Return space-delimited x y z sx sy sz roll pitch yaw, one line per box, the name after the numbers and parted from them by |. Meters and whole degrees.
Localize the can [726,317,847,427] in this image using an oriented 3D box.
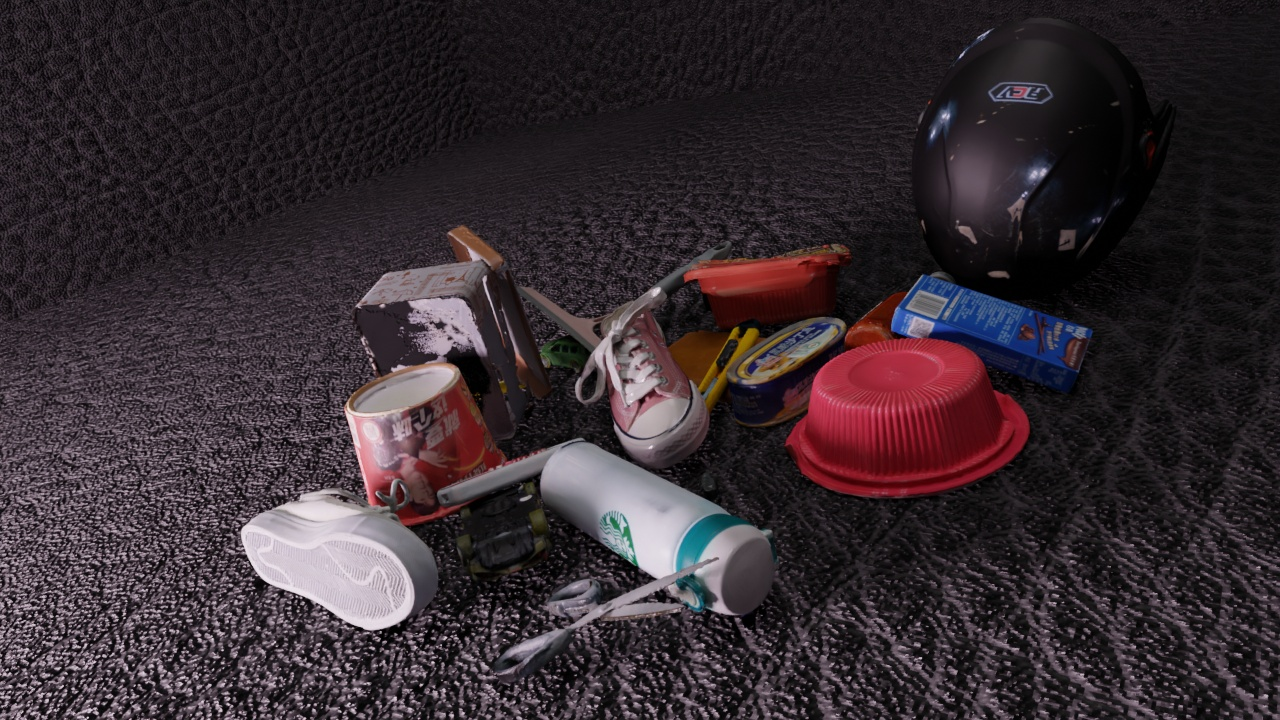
0.144 0.009 0.875 0.147 0.049 0.075 -30 27 -33 | can

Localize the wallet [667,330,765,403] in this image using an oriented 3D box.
0.080 -0.001 0.957 0.131 0.035 0.118 11 34 44 | wallet

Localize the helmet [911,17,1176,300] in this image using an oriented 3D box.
0.396 -0.199 0.940 0.234 0.275 0.229 19 65 34 | helmet

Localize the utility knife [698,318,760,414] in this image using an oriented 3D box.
0.075 0.017 0.882 0.033 0.015 0.164 2 48 41 | utility knife

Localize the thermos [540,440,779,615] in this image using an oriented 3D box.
0.006 0.119 0.667 0.073 0.073 0.224 -26 24 -27 | thermos

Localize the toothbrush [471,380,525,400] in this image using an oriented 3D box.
-0.224 0.046 1.055 0.190 0.016 0.016 -14 16 0 | toothbrush

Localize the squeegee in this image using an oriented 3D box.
0.011 -0.080 1.098 0.249 0.040 0.248 -28 38 -20 | squeegee

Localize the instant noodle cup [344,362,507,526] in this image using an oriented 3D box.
-0.205 0.073 0.857 0.138 0.109 0.137 -12 23 5 | instant noodle cup

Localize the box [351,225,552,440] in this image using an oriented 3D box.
-0.180 -0.036 0.978 0.154 0.183 0.180 -6 31 12 | box

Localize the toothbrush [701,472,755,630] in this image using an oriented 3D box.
0.063 0.133 0.675 0.014 0.017 0.188 -19 24 3 | toothbrush

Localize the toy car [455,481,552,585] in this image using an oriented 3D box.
-0.108 0.134 0.736 0.070 0.042 0.158 -18 12 -6 | toy car

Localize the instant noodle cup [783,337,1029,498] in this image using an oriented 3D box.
0.212 0.036 0.751 0.194 0.066 0.193 -13 23 5 | instant noodle cup

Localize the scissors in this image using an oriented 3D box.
-0.027 0.161 0.586 0.159 0.014 0.175 -36 6 -7 | scissors

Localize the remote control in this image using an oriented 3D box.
-0.112 0.098 0.814 0.135 0.020 0.056 -19 -3 -32 | remote control

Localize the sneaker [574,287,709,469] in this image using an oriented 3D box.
-0.005 0.005 0.869 0.118 0.088 0.240 -31 34 9 | sneaker

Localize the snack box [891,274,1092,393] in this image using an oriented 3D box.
0.313 -0.027 0.818 0.157 0.026 0.084 23 37 22 | snack box

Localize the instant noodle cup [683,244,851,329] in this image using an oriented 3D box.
0.146 -0.081 1.009 0.165 0.079 0.188 -6 4 21 | instant noodle cup

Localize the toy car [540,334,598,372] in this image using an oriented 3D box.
-0.080 -0.011 1.081 0.091 0.036 0.043 2 29 43 | toy car

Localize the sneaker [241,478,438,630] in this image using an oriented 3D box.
-0.221 0.147 0.733 0.243 0.089 0.090 -2 20 43 | sneaker

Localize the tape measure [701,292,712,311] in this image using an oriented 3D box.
0.105 -0.086 1.137 0.058 0.039 0.057 -10 23 11 | tape measure

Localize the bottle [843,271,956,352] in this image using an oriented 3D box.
0.268 -0.044 0.916 0.060 0.060 0.205 3 23 36 | bottle
